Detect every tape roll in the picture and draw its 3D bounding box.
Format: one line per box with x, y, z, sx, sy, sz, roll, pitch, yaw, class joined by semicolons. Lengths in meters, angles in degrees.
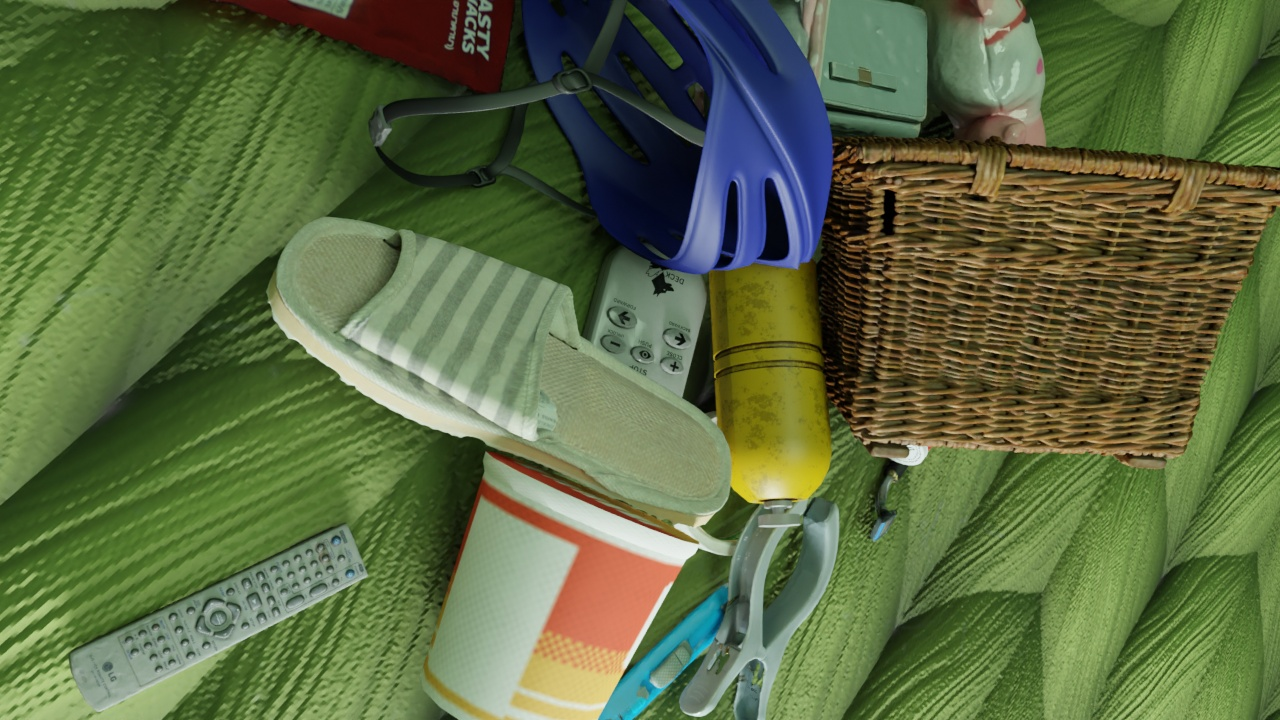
0.058;0.081;0.608;0.093;0.018;0.094;0;90;-31;tape roll

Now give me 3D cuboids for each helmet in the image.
-0.015;-0.121;0.487;0.227;0.148;0.241;-38;99;-29;helmet

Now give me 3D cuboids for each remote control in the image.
-0.003;0.003;0.571;0.074;0.019;0.151;20;80;-29;remote control
-0.204;0.124;0.454;0.136;0.013;0.033;-24;101;-29;remote control

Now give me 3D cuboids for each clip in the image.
0.095;0.168;0.614;0.115;0.028;0.163;32;80;-38;clip

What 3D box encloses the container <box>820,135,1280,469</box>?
0.227;-0.042;0.573;0.250;0.162;0.183;4;105;-2;container

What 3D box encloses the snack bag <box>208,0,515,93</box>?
-0.151;-0.225;0.462;0.207;0.067;0.139;5;92;-33;snack bag

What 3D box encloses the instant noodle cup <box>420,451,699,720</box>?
-0.049;0.129;0.491;0.123;0.123;0.121;26;84;-28;instant noodle cup

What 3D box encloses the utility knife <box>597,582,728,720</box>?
0.008;0.202;0.580;0.185;0.015;0.031;-38;105;-24;utility knife

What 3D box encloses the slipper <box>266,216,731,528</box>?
-0.057;0.005;0.486;0.272;0.054;0.114;29;37;-21;slipper

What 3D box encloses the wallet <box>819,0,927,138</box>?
0.139;-0.201;0.632;0.131;0.054;0.100;-2;97;-28;wallet

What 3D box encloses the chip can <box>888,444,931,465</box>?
0.250;-0.014;0.703;0.214;0.052;0.052;-46;111;-23;chip can

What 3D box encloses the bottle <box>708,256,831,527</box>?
0.082;0.020;0.573;0.071;0.071;0.163;6;74;-31;bottle

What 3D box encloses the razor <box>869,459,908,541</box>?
0.206;0.070;0.696;0.022;0.043;0.144;28;65;16;razor

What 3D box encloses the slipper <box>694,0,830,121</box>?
0.068;-0.257;0.568;0.054;0.114;0.274;-3;93;-55;slipper

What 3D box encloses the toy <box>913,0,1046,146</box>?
0.259;-0.197;0.686;0.213;0.084;0.141;67;28;-18;toy
